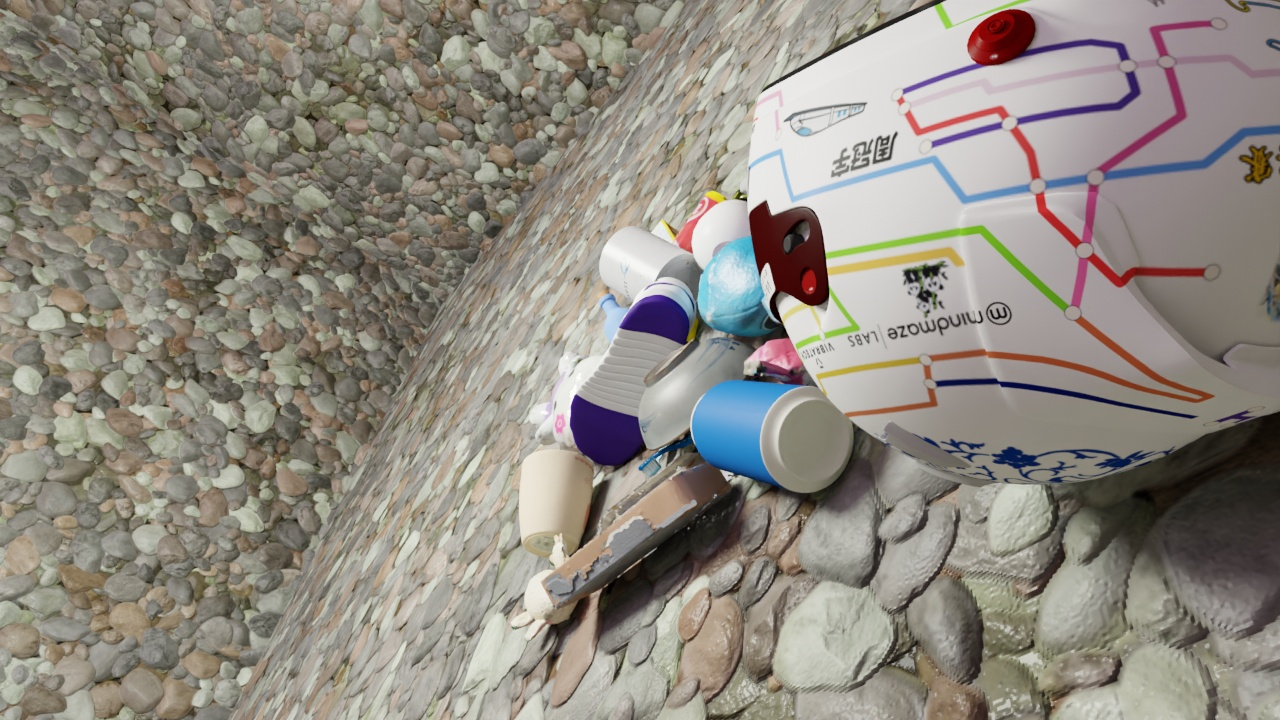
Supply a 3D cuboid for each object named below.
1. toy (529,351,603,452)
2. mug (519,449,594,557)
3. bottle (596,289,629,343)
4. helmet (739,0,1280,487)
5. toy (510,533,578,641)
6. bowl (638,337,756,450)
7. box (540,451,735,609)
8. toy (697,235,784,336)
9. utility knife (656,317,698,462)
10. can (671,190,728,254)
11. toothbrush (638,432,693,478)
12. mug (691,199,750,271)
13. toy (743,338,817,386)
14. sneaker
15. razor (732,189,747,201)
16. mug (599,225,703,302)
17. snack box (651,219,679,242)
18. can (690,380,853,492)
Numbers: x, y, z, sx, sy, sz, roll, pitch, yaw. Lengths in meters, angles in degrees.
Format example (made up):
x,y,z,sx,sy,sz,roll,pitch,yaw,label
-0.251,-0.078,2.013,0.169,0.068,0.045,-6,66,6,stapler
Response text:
x,y,z,sx,sy,sz,roll,pitch,yaw,label
-0.079,0.057,1.189,0.137,0.085,0.209,-60,17,-7,toy
-0.101,0.176,1.061,0.112,0.085,0.104,103,172,-50,mug
-0.016,-0.034,1.126,0.048,0.048,0.131,-46,61,28,bottle
0.184,-0.055,0.472,0.315,0.230,0.236,-3,89,63,helmet
-0.093,0.241,0.956,0.112,0.050,0.087,-59,18,-21,toy
0.045,0.020,0.906,0.151,0.057,0.150,-41,5,4,bowl
0.006,0.148,0.871,0.217,0.071,0.156,-44,8,34,box
0.140,-0.099,0.891,0.191,0.099,0.224,-49,17,-7,toy
0.040,0.028,1.037,0.029,0.020,0.233,-51,16,41,utility knife
0.078,-0.147,1.165,0.124,0.066,0.066,-55,18,3,can
0.049,0.071,0.870,0.132,0.016,0.021,-39,-1,22,toothbrush
0.102,-0.120,1.050,0.076,0.090,0.124,-69,-11,-57,mug
0.142,0.003,0.779,0.102,0.050,0.065,-19,12,-1,toy
-0.006,0.006,1.037,0.245,0.092,0.110,-63,1,35,sneaker
0.172,-0.213,1.099,0.144,0.044,0.021,-23,63,52,razor
0.015,-0.091,1.108,0.083,0.120,0.096,-31,44,-27,mug
0.031,-0.133,1.305,0.092,0.042,0.200,-52,19,13,snack box
0.101,0.057,0.734,0.079,0.079,0.146,-59,18,-10,can
